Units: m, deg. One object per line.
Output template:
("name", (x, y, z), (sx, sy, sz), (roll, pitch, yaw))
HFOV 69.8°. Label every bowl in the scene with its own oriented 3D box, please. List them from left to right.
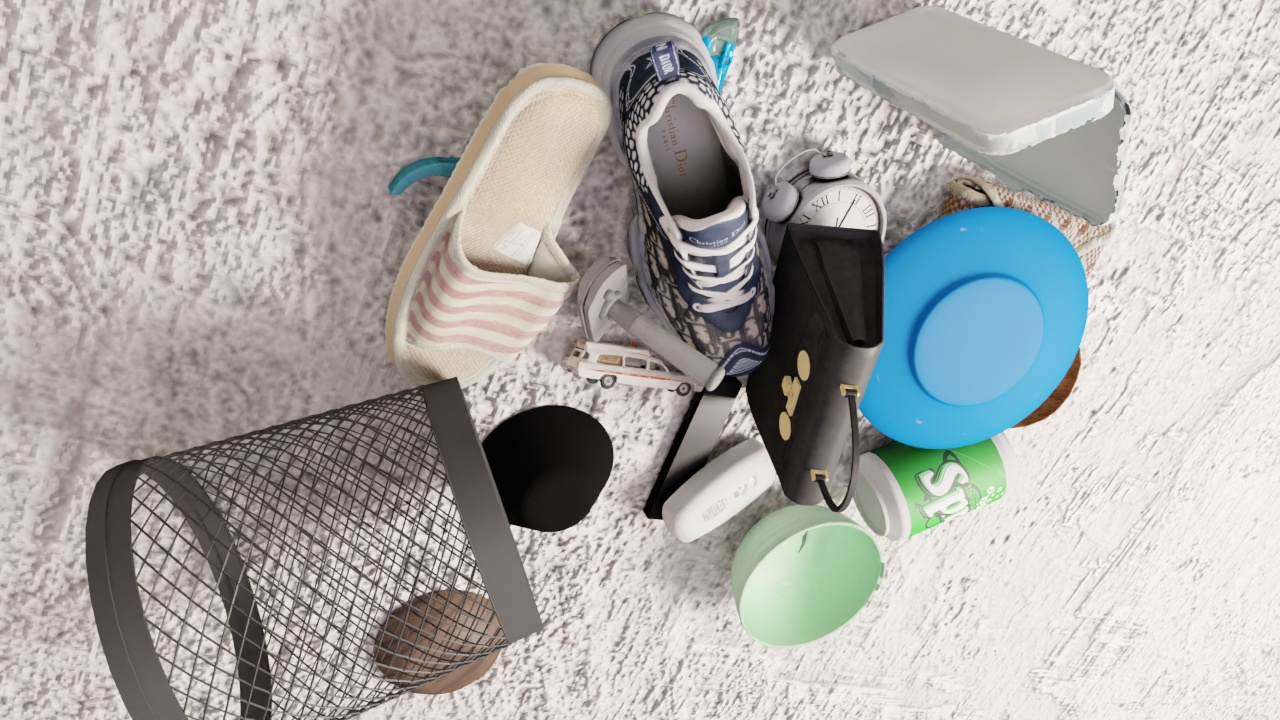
("bowl", (-0.177, 0.263, 0.825), (0.119, 0.032, 0.119), (-9, 121, -16))
("bowl", (-0.074, 0.104, 0.760), (0.124, 0.052, 0.124), (-9, 121, -16))
("bowl", (0.149, 0.196, 0.882), (0.150, 0.077, 0.151), (-9, 121, -16))
("bowl", (0.349, 0.012, 0.846), (0.114, 0.026, 0.102), (1, 116, -18))

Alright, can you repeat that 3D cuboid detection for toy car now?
("toy car", (-0.004, 0.004, 0.742), (0.113, 0.039, 0.039), (7, 94, -25))

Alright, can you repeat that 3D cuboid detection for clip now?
("clip", (-0.122, -0.125, 0.631), (0.120, 0.033, 0.122), (10, 114, -21))

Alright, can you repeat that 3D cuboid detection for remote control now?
("remote control", (0.045, 0.078, 0.814), (0.034, 0.013, 0.150), (10, 114, -30))
("remote control", (0.071, 0.118, 0.826), (0.114, 0.028, 0.060), (-35, 135, -12))

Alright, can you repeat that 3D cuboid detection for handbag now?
("handbag", (0.137, 0.029, 0.681), (0.072, 0.195, 0.176), (4, 132, -4))
("handbag", (0.326, -0.083, 0.809), (0.185, 0.047, 0.124), (10, 115, -25))

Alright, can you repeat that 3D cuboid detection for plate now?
("plate", (0.284, -0.018, 0.783), (0.224, 0.024, 0.225), (-4, 115, -9))

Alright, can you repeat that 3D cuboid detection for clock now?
("clock", (0.145, -0.113, 0.730), (0.094, 0.035, 0.122), (-36, 125, 1))

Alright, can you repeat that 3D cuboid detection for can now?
("can", (0.278, 0.110, 0.875), (0.139, 0.087, 0.088), (-20, 123, -9))

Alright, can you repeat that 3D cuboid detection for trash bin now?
("trash bin", (-0.205, 0.136, 0.630), (0.227, 0.217, 0.218), (-19, 123, -10))

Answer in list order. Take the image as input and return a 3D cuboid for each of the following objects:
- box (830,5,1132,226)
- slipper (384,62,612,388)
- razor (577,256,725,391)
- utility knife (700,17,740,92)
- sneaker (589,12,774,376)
("box", (0.221, -0.162, 0.627), (0.105, 0.210, 0.129), (-21, 122, -6))
("slipper", (-0.091, -0.071, 0.620), (0.114, 0.052, 0.264), (1, 132, -40))
("razor", (0.010, -0.017, 0.670), (0.047, 0.116, 0.088), (-52, 169, -13))
("utility knife", (0.034, -0.143, 0.685), (0.031, 0.015, 0.221), (5, 118, -17))
("sneaker", (0.042, -0.093, 0.626), (0.103, 0.132, 0.270), (-18, 117, 0))
